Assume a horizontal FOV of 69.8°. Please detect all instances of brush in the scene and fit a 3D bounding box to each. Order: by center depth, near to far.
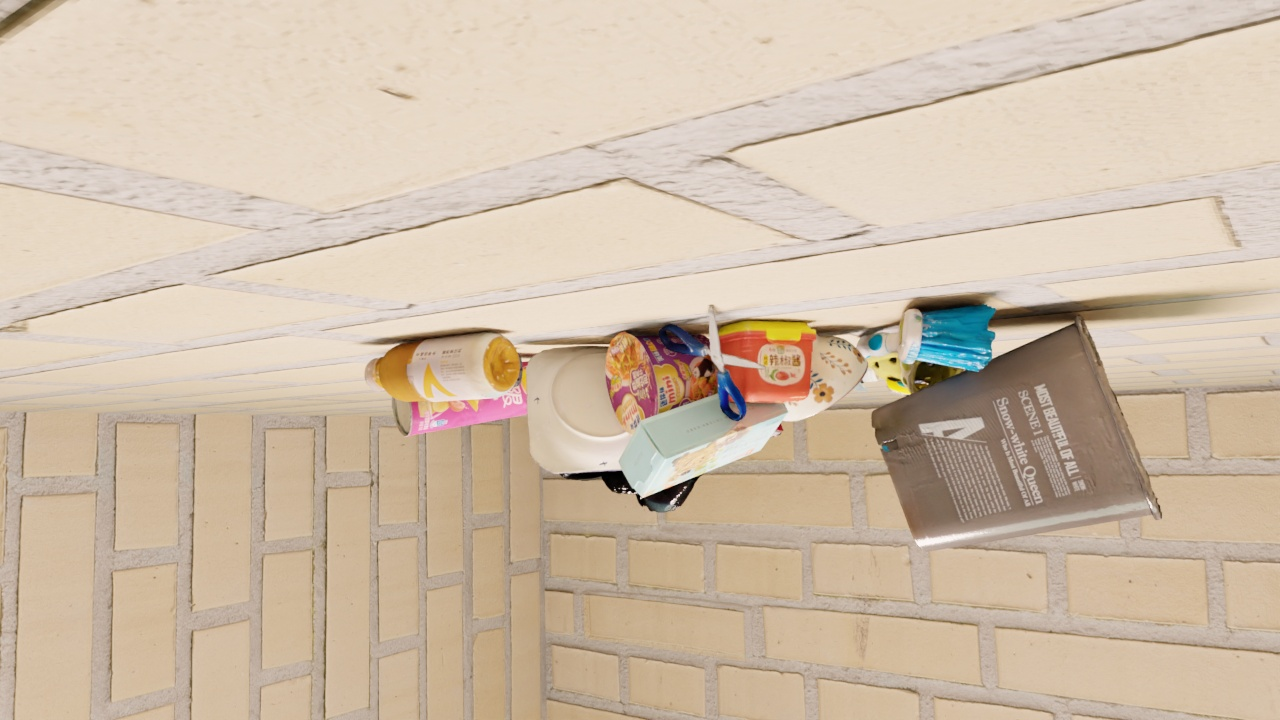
[{"bbox_3d":[0.275,-0.019,0.920,0.109,0.060,0.314,3,178,12],"label":"brush"}]

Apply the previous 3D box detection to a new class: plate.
[{"bbox_3d":[-0.046,0.045,1.032,0.163,0.164,0.034,-2,148,-10],"label":"plate"}]

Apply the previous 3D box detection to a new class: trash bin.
[{"bbox_3d":[0.372,0.084,0.922,0.220,0.199,0.198,-22,172,25],"label":"trash bin"}]

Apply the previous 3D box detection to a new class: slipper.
[{"bbox_3d":[0.322,0.008,1.051,0.091,0.081,0.191,2,172,-11],"label":"slipper"}]

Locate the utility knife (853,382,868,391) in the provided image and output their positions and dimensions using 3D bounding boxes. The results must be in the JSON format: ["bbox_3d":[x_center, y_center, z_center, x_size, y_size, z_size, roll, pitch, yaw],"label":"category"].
[{"bbox_3d":[0.275,0.015,1.246,0.029,0.013,0.221,-7,161,28],"label":"utility knife"}]

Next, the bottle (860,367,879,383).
[{"bbox_3d":[0.250,0.019,1.349,0.195,0.044,0.079,-5,174,26],"label":"bottle"}]

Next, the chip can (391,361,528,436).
[{"bbox_3d":[-0.199,0.044,1.147,0.210,0.071,0.072,-10,180,-33],"label":"chip can"}]

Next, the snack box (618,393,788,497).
[{"bbox_3d":[0.067,0.078,0.951,0.174,0.051,0.074,-17,149,-33],"label":"snack box"}]

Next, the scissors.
[{"bbox_3d":[0.069,0.001,0.868,0.012,0.176,0.162,-40,-136,-17],"label":"scissors"}]

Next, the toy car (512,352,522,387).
[{"bbox_3d":[-0.200,0.012,1.085,0.120,0.053,0.045,-2,-176,-27],"label":"toy car"}]

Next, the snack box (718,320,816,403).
[{"bbox_3d":[0.125,0.003,0.929,0.091,0.080,0.082,0,176,-22],"label":"snack box"}]

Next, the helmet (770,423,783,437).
[{"bbox_3d":[0.070,0.074,1.270,0.206,0.144,0.240,-18,172,-19],"label":"helmet"}]

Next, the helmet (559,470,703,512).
[{"bbox_3d":[-0.008,0.143,1.615,0.275,0.229,0.233,-4,160,17],"label":"helmet"}]

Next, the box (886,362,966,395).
[{"bbox_3d":[0.391,0.022,1.210,0.163,0.081,0.075,5,166,-35],"label":"box"}]

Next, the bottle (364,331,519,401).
[{"bbox_3d":[-0.215,0.010,0.971,0.190,0.068,0.068,-5,174,33],"label":"bottle"}]

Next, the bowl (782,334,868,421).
[{"bbox_3d":[0.183,0.009,0.998,0.113,0.062,0.113,-34,-167,9],"label":"bowl"}]

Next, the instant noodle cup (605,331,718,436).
[{"bbox_3d":[0.030,0.019,0.980,0.099,0.111,0.112,-10,179,-26],"label":"instant noodle cup"}]
